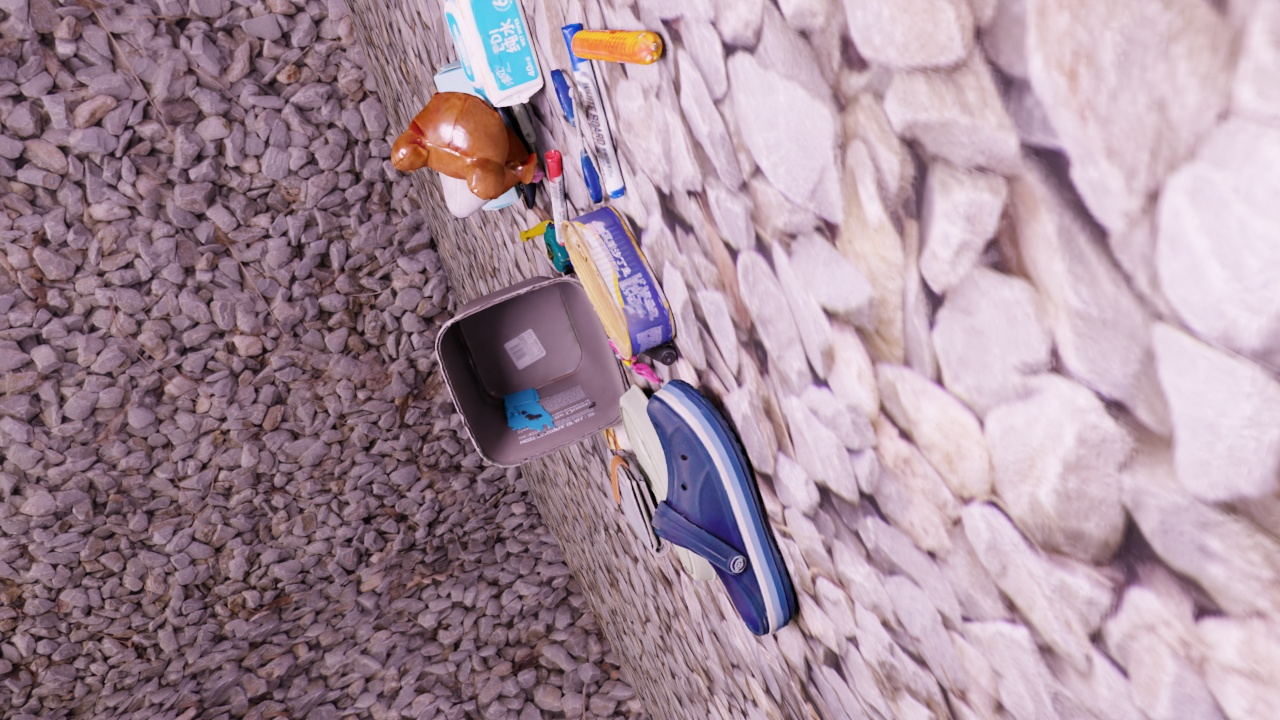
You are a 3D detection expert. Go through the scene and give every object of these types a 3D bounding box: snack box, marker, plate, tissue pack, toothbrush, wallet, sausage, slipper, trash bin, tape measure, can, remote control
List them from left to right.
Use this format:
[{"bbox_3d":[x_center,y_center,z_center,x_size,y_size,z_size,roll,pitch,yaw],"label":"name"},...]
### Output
[{"bbox_3d":[-0.194,-0.278,1.125,0.074,0.052,0.175,-87,-19,-63],"label":"snack box"},{"bbox_3d":[-0.149,-0.319,0.896,0.090,0.063,0.140,46,156,57],"label":"tissue pack"},{"bbox_3d":[-0.157,-0.330,1.012,0.020,0.029,0.189,-35,-76,-60],"label":"toothbrush"},{"bbox_3d":[-0.146,-0.248,1.095,0.053,0.024,0.136,-127,18,-65],"label":"remote control"},{"bbox_3d":[-0.143,-0.005,1.168,0.220,0.199,0.199,-135,24,-73],"label":"trash bin"},{"bbox_3d":[-0.136,-0.171,1.209,0.016,0.016,0.190,70,165,-9],"label":"toothbrush"},{"bbox_3d":[-0.091,-0.177,1.016,0.017,0.017,0.145,60,166,27],"label":"marker"},{"bbox_3d":[-0.099,-0.133,1.107,0.058,0.025,0.055,63,166,18],"label":"tape measure"},{"bbox_3d":[-0.038,-0.203,0.758,0.017,0.017,0.146,46,156,57],"label":"marker"},{"bbox_3d":[-0.020,-0.221,0.646,0.165,0.021,0.021,41,152,61],"label":"sausage"},{"bbox_3d":[-0.022,-0.074,0.846,0.148,0.049,0.075,62,166,20],"label":"can"},{"bbox_3d":[-0.010,0.163,1.087,0.130,0.037,0.106,-143,31,-72],"label":"wallet"},{"bbox_3d":[-0.010,0.128,1.187,0.140,0.033,0.087,64,167,4],"label":"snack box"},{"bbox_3d":[0.004,-0.017,0.909,0.132,0.020,0.022,-150,45,-68],"label":"marker"},{"bbox_3d":[0.026,0.136,1.000,0.230,0.027,0.230,157,91,-82],"label":"plate"},{"bbox_3d":[0.056,0.138,0.816,0.253,0.095,0.105,66,165,-13],"label":"slipper"}]

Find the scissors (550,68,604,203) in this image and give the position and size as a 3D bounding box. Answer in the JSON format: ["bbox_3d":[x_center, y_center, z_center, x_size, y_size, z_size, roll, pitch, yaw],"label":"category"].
[{"bbox_3d":[-0.052,-0.194,0.793,0.176,0.012,0.162,77,173,-66],"label":"scissors"}]

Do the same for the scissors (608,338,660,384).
[{"bbox_3d":[-0.004,0.008,0.986,0.077,0.017,0.137,39,175,4],"label":"scissors"}]

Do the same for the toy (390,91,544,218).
[{"bbox_3d":[-0.177,-0.211,0.971,0.199,0.140,0.130,-78,10,-78],"label":"toy"}]
